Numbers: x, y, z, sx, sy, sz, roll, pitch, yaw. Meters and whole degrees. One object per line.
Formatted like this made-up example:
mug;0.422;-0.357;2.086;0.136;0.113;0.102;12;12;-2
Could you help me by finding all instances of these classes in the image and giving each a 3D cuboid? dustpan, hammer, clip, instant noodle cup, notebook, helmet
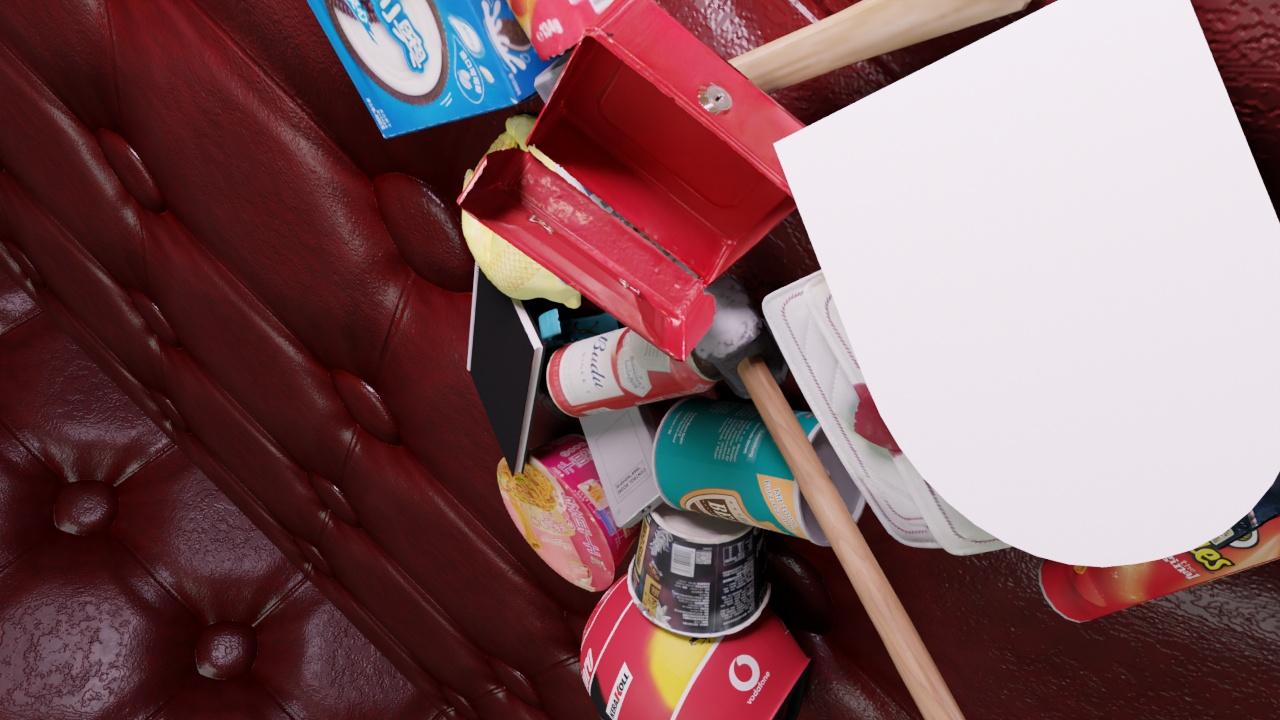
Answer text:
dustpan;0.206;-0.030;0.458;0.192;0.053;0.257;-22;88;30
hammer;0.116;0.083;0.598;0.098;0.052;0.328;41;-160;-58
hammer;0.068;-0.169;0.545;0.324;0.051;0.117;-7;126;47
clip;-0.085;-0.025;0.824;0.130;0.120;0.031;-13;84;40
instant noodle cup;-0.068;0.157;1.002;0.179;0.077;0.179;32;140;30
notebook;-0.136;-0.002;0.899;0.149;0.016;0.207;62;152;31
helmet;0.049;0.322;0.956;0.225;0.197;0.271;30;152;22
instant noodle cup;0.058;0.166;0.847;0.137;0.136;0.112;25;132;29

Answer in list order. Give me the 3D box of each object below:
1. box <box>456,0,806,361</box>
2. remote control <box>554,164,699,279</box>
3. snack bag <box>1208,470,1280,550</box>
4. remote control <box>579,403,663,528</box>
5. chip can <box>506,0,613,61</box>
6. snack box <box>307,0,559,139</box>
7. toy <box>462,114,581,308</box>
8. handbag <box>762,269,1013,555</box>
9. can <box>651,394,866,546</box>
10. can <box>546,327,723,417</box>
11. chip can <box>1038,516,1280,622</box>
box;0.007;-0.114;0.546;0.157;0.156;0.147;35;-171;-9
remote control;-0.011;-0.099;0.699;0.024;0.049;0.143;-16;113;53
snack bag;0.282;0.025;0.499;0.155;0.018;0.075;55;154;26
remote control;-0.016;0.070;0.833;0.074;0.019;0.151;-44;52;33
chip can;-0.091;-0.301;0.554;0.073;0.073;0.233;-7;122;50
snack box;-0.180;-0.291;0.674;0.196;0.056;0.239;4;128;47
toy;-0.087;-0.115;0.760;0.171;0.064;0.155;-33;88;49
handbag;0.178;0.015;0.558;0.198;0.096;0.142;60;148;-5
can;0.095;0.084;0.735;0.144;0.099;0.099;6;130;44
can;-0.005;0.005;0.770;0.171;0.067;0.067;-14;116;43
chip can;0.329;0.107;0.547;0.052;0.051;0.215;42;147;6
